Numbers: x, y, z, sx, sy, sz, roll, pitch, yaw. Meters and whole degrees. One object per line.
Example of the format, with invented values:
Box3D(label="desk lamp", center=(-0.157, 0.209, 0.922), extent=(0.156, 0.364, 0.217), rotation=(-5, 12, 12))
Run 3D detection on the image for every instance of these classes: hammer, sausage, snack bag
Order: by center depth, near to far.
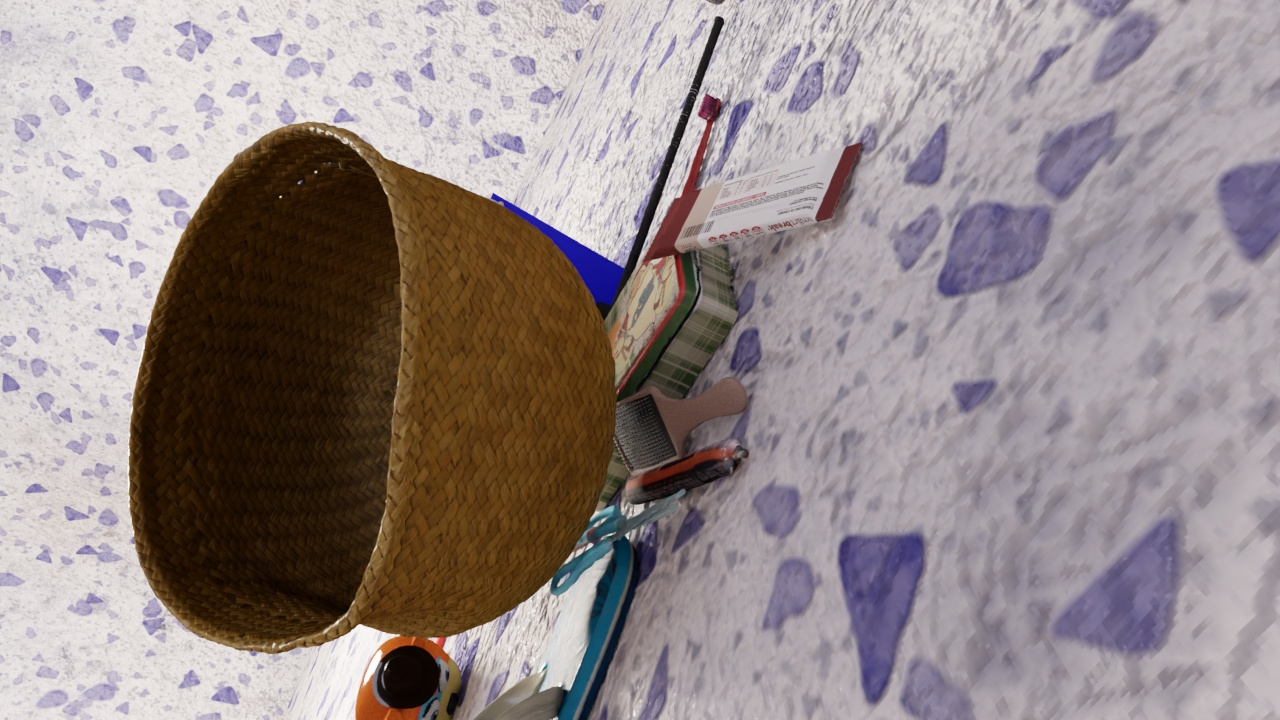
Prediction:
Box3D(label="sausage", center=(0.022, 0.068, 0.535), extent=(0.156, 0.020, 0.020), rotation=(-35, 34, 62))
Box3D(label="snack bag", center=(0.063, -0.093, 0.557), extent=(0.158, 0.013, 0.056), rotation=(-7, 52, 51))
Box3D(label="hammer", center=(0.021, -0.157, 0.797), extent=(0.095, 0.015, 0.324), rotation=(74, -146, -73))

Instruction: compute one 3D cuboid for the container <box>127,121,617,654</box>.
Box3D(label="container", center=(-0.164, 0.026, 0.586), extent=(0.308, 0.196, 0.306), rotation=(-5, 81, 37))

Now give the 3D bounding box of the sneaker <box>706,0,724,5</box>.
Box3D(label="sneaker", center=(0.107, -0.506, 0.990), extent=(0.161, 0.093, 0.256), rotation=(-41, 29, 40))

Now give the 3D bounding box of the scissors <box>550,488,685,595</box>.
Box3D(label="scissors", center=(-0.018, 0.107, 0.548), extent=(0.075, 0.015, 0.142), rotation=(-52, 6, -33))

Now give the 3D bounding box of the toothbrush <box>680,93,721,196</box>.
Box3D(label="toothbrush", center=(0.042, -0.160, 0.805), extent=(0.016, 0.016, 0.189), rotation=(137, 152, -62))

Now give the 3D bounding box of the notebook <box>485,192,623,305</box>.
Box3D(label="notebook", center=(-0.105, -0.016, 0.795), extent=(0.022, 0.171, 0.209), rotation=(-2, 65, 58))

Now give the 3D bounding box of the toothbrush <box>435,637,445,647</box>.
Box3D(label="toothbrush", center=(-0.219, 0.286, 1.020), extent=(0.012, 0.018, 0.212), rotation=(-37, 33, 61))

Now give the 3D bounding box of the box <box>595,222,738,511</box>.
Box3D(label="box", center=(-0.004, 0.004, 0.660), extent=(0.206, 0.051, 0.117), rotation=(-57, 17, 33))

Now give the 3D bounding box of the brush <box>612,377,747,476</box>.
Box3D(label="brush", center=(0.017, 0.037, 0.554), extent=(0.136, 0.015, 0.050), rotation=(-29, 84, 54))

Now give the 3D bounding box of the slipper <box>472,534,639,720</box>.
Box3D(label="slipper", center=(-0.080, 0.237, 0.551), extent=(0.294, 0.060, 0.118), rotation=(-68, 11, -14))

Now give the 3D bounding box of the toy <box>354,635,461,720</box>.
Box3D(label="toy", center=(-0.214, 0.306, 0.836), extent=(0.176, 0.096, 0.112), rotation=(86, -164, -57))
